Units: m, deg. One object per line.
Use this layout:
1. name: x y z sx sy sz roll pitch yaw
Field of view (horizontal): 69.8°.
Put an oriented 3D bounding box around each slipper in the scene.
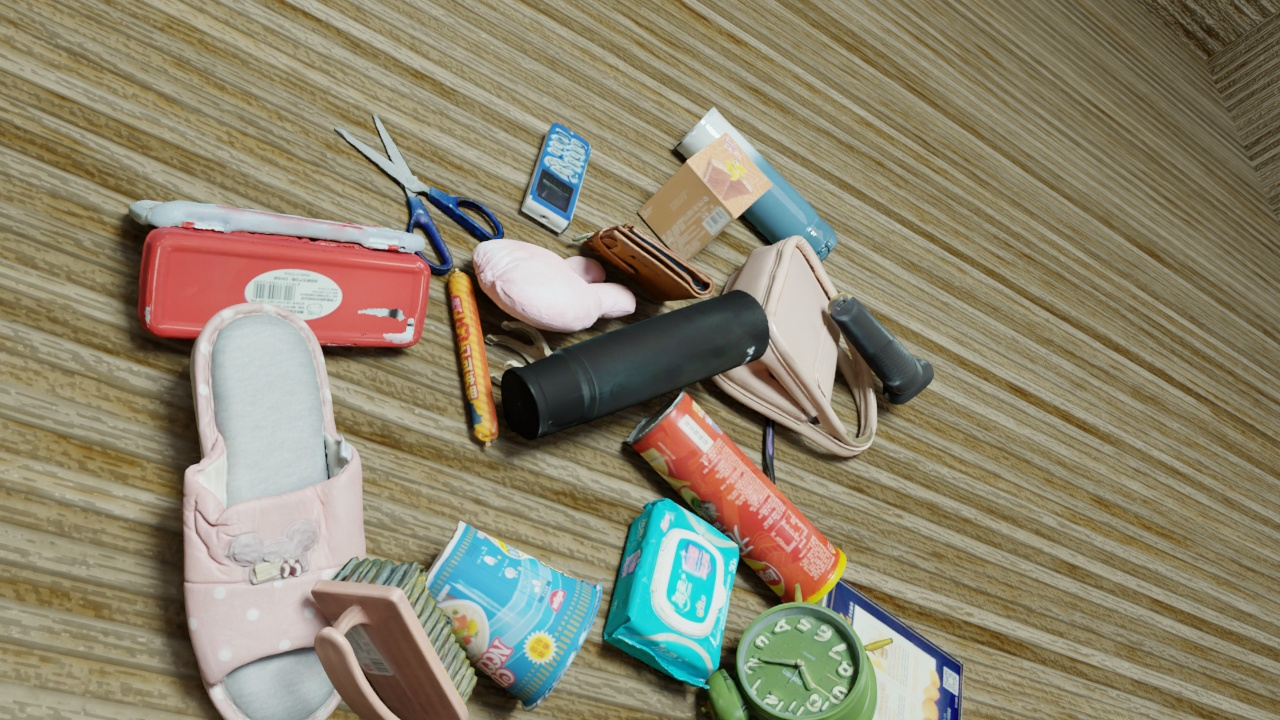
1. slipper: -0.225 0.094 0.572 0.114 0.055 0.274 1 76 -40

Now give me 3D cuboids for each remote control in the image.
1. remote control: -0.083 -0.183 0.911 0.049 0.024 0.124 29 48 -21

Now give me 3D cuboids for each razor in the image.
1. razor: 0.254 -0.016 0.989 0.167 0.062 0.067 41 14 -34

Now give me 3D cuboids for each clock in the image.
1. clock: 0.119 0.262 0.728 0.116 0.056 0.160 25 56 35

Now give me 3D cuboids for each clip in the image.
1. clip: -0.086 0.013 0.781 0.104 0.035 0.086 35 43 -26

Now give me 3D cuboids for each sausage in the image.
1. sausage: -0.139 -0.005 0.757 0.021 0.022 0.165 4 61 -37

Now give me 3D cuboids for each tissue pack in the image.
1. tissue pack: 0.027 0.189 0.745 0.093 0.050 0.133 33 48 -19

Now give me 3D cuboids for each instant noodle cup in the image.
1. instant noodle cup: -0.098 0.170 0.636 0.110 0.099 0.099 33 47 -5

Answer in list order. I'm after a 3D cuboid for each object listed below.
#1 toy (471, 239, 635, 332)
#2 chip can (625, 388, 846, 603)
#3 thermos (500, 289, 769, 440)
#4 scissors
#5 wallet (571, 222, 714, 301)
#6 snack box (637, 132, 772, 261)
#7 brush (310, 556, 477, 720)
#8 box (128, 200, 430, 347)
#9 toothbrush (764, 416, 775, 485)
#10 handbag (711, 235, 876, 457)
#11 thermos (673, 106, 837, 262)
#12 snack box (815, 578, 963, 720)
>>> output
1. toy: -0.074 -0.065 0.810 0.159 0.054 0.121 -1 38 -49
2. chip can: 0.086 0.124 0.817 0.216 0.073 0.073 46 45 -6
3. thermos: -0.005 0.005 0.786 0.241 0.090 0.068 -19 76 -32
4. scissors: -0.191 -0.147 0.814 0.162 0.012 0.162 7 58 -33
5. wallet: 0.000 -0.095 0.857 0.119 0.131 0.035 31 85 -14
6. snack box: 0.068 -0.172 0.975 0.077 0.093 0.094 48 45 -3
7. brush: -0.149 0.191 0.566 0.072 0.063 0.146 -63 145 -49
8. box: -0.266 -0.063 0.683 0.200 0.100 0.095 2 102 -38
9. toothbrush: 0.128 0.082 0.922 0.014 0.017 0.188 34 44 -29
10. handbag: 0.180 0.002 0.968 0.234 0.094 0.192 45 40 -20
11. thermos: 0.138 -0.194 1.067 0.220 0.070 0.070 43 45 -9
12. snack box: 0.206 0.312 0.811 0.182 0.046 0.177 36 47 -15
